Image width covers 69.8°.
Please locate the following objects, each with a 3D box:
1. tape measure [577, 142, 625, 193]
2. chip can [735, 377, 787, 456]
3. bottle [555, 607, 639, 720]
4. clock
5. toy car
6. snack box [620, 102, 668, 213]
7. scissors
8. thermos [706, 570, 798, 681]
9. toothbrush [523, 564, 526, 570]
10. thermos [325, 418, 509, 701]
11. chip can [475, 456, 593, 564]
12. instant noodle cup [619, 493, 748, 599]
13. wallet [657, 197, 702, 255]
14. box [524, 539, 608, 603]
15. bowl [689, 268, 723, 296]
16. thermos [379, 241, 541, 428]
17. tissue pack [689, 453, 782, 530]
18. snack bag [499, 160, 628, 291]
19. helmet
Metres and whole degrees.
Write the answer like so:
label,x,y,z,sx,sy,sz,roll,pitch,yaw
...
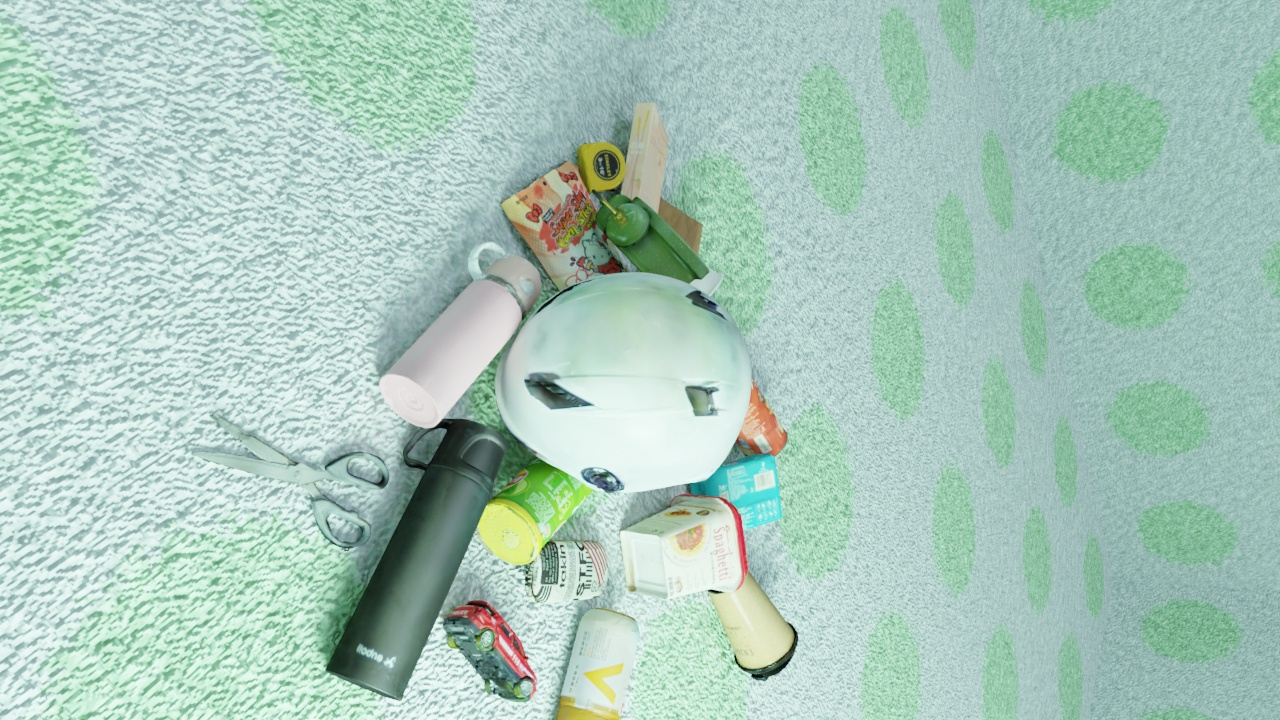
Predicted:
label,x,y,z,sx,sy,sz,roll,pitch,yaw
tape measure,-0.048,-0.228,1.086,0.057,0.029,0.060,-14,100,-27
chip can,0.127,0.046,1.243,0.216,0.073,0.073,54,47,-32
bottle,-0.052,0.363,0.975,0.068,0.068,0.189,39,56,-42
clock,0.006,-0.131,1.006,0.056,0.116,0.161,-45,112,3
toy car,-0.140,0.281,0.885,0.045,0.053,0.120,-52,124,-44
snack box,0.005,-0.230,1.138,0.084,0.026,0.157,53,42,-66
scissors,-0.281,0.093,0.765,0.162,0.014,0.165,-33,109,-47
thermos,0.146,0.345,1.222,0.092,0.093,0.143,-47,114,-44
toothbrush,-0.146,0.165,0.925,0.017,0.016,0.187,-53,126,-30
thermos,-0.201,0.166,0.814,0.069,0.090,0.241,102,7,-63
chip can,-0.081,0.119,0.952,0.220,0.073,0.072,-43,119,-52
instant noodle cup,0.049,0.228,1.097,0.124,0.117,0.116,-11,94,-41
wallet,0.040,-0.145,1.204,0.101,0.020,0.115,21,71,-47
box,-0.072,0.222,0.968,0.164,0.052,0.068,18,59,-65
bowl,0.038,-0.088,1.133,0.065,0.119,0.118,46,48,-9
thermos,-0.170,-0.033,0.878,0.087,0.067,0.198,56,47,-26
tissue pack,0.127,0.181,1.227,0.133,0.050,0.093,-10,94,-33
snack bag,-0.064,-0.115,1.039,0.128,0.073,0.208,-47,114,-44
helmet,-0.005,0.005,0.901,0.258,0.146,0.228,10,60,-11
